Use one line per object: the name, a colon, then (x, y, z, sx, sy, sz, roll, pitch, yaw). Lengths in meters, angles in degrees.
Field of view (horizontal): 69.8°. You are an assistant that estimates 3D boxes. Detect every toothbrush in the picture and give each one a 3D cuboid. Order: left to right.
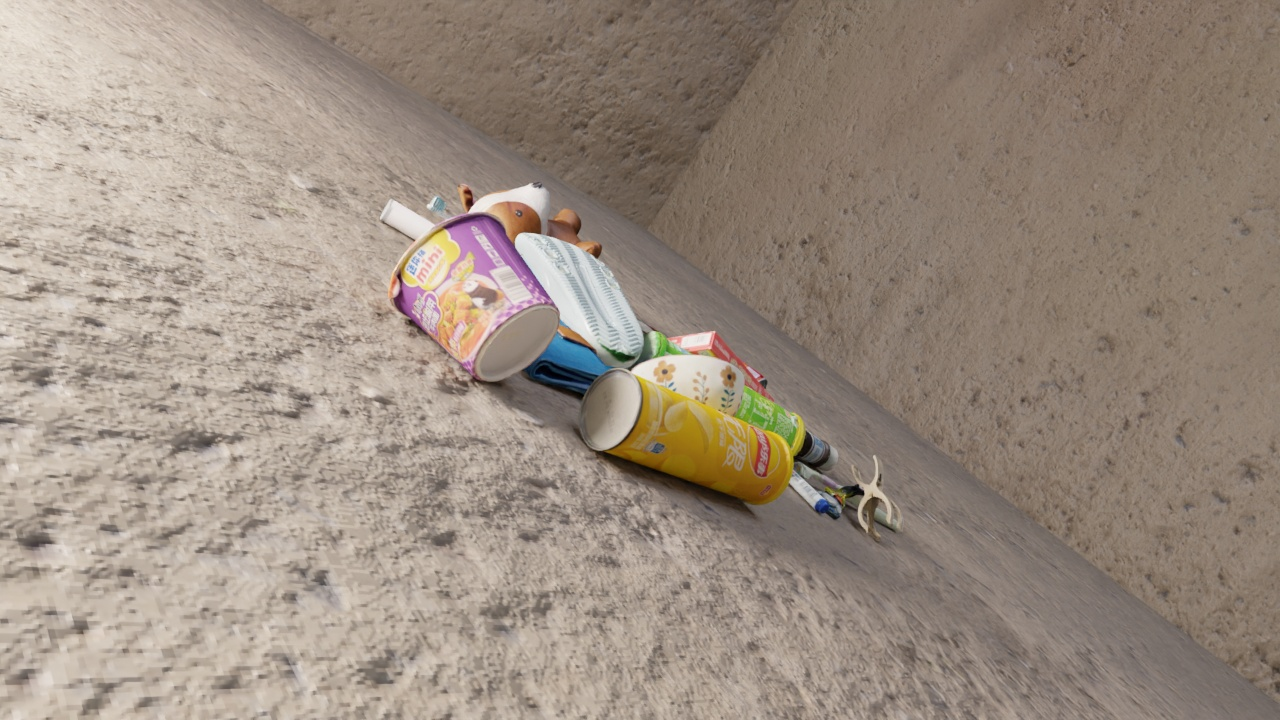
toothbrush: (-0.189, -0.113, 1.037, 0.221, 0.027, 0.026, 30, 36, -20)
toothbrush: (-0.186, -0.139, 1.074, 0.026, 0.027, 0.224, 34, 0, 24)
toothbrush: (-0.034, -0.080, 1.402, 0.187, 0.017, 0.016, 32, 11, -10)
toothbrush: (0.265, 0.175, 1.164, 0.189, 0.020, 0.029, 31, 17, -25)

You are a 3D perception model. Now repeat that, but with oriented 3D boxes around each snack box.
snack box: (0.090, 0.022, 1.082, 0.075, 0.025, 0.153, -8, -38, 36)

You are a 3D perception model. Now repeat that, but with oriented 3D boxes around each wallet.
wallet: (-0.091, -0.016, 0.874, 0.106, 0.040, 0.133, 18, 19, -44)

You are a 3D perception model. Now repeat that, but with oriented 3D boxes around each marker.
marker: (0.171, 0.131, 1.073, 0.017, 0.017, 0.146, 26, 13, -40)

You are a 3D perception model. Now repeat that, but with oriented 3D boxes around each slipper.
slipper: (-0.072, -0.062, 1.018, 0.104, 0.074, 0.245, 11, 30, -35)

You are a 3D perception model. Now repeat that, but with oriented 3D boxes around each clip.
clip: (0.270, 0.170, 1.096, 0.034, 0.081, 0.104, 34, 23, -40)

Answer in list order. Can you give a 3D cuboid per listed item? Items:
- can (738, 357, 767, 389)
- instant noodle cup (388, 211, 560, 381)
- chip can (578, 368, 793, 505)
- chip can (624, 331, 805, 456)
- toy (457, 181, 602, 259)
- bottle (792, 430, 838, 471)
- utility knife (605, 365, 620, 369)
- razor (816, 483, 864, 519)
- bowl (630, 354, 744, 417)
can: (0.118, 0.025, 1.255, 0.094, 0.066, 0.066, 38, 11, 22)
instant noodle cup: (-0.124, -0.044, 0.724, 0.099, 0.112, 0.111, 48, 14, 19)
chip can: (0.046, 0.070, 0.798, 0.213, 0.072, 0.072, 25, 13, -42)
chip can: (0.080, 0.045, 1.027, 0.221, 0.073, 0.072, 31, 11, -22)
toy: (-0.148, -0.176, 1.232, 0.199, 0.131, 0.140, 13, 27, -38)
bottle: (0.189, 0.098, 1.211, 0.194, 0.044, 0.080, 28, 12, -35)
utility knife: (-0.006, 0.006, 1.088, 0.034, 0.018, 0.206, 38, 10, 21)
razor: (0.249, 0.162, 1.108, 0.042, 0.022, 0.142, 42, 22, 26)
bowl: (0.044, 0.044, 0.886, 0.113, 0.114, 0.062, 26, 55, -39)
